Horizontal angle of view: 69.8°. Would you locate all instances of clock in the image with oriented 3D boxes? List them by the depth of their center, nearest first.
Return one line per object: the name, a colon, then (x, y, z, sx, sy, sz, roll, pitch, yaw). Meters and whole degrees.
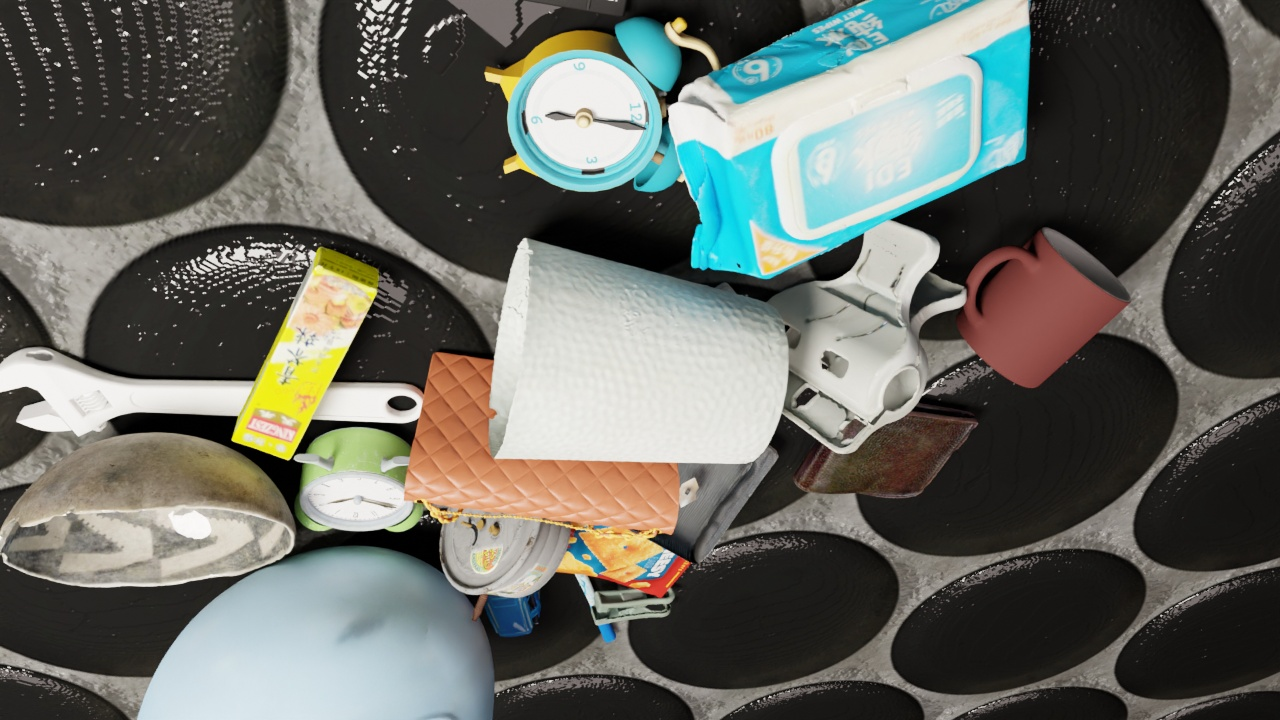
clock: (-0.017, -0.138, 0.508, 0.130, 0.043, 0.099, -4, 132, 4)
clock: (-0.206, 0.092, 0.674, 0.094, 0.042, 0.120, 5, 139, -14)
clock: (-0.092, 0.119, 0.686, 0.148, 0.103, 0.056, -38, 136, 16)

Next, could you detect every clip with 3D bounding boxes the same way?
clip: (0.138, -0.019, 0.591, 0.144, 0.125, 0.075, -49, 129, 0)
clip: (-0.006, 0.220, 0.830, 0.076, 0.023, 0.045, -1, 127, -20)

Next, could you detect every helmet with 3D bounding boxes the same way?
helmet: (-0.237, 0.232, 0.686, 0.265, 0.226, 0.167, -11, 114, -41)

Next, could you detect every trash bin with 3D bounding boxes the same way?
trash bin: (-0.003, 0.003, 0.570, 0.161, 0.133, 0.134, 8, 129, -15)

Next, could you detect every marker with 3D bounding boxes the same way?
marker: (-0.045, 0.214, 0.833, 0.013, 0.013, 0.142, -14, 131, 4)

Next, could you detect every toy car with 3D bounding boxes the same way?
toy car: (-0.113, 0.189, 0.779, 0.056, 0.043, 0.120, -7, 130, 1)

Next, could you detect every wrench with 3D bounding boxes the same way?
wrench: (-0.287, 0.025, 0.626, 0.273, 0.018, 0.066, 2, 130, -12)

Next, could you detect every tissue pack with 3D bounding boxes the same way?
tissue pack: (0.115, -0.126, 0.499, 0.209, 0.066, 0.117, -24, 136, -3)

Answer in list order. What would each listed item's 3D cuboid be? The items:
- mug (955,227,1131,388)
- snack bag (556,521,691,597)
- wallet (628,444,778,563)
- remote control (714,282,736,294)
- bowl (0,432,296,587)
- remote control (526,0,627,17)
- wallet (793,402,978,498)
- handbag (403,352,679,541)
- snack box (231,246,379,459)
mug: (0.256, -0.040, 0.612, 0.105, 0.073, 0.083, 18, 126, -27)
snack bag: (-0.008, 0.140, 0.752, 0.144, 0.039, 0.131, 19, 121, -29)
wallet: (0.040, 0.094, 0.708, 0.089, 0.026, 0.115, 34, 94, -29)
remote control: (0.018, -0.003, 0.651, 0.136, 0.011, 0.050, -32, 128, 18)
bowl: (-0.330, 0.095, 0.630, 0.178, 0.081, 0.179, -7, 154, -4)
remote control: (-0.074, -0.200, 0.464, 0.140, 0.009, 0.030, 5, 130, -13)
wallet: (0.194, 0.069, 0.733, 0.120, 0.031, 0.100, 8, 132, -19)
handbag: (-0.064, 0.065, 0.621, 0.172, 0.108, 0.060, 9, 133, -9)
snack box: (-0.217, -0.002, 0.591, 0.040, 0.029, 0.148, 23, 116, -25)
